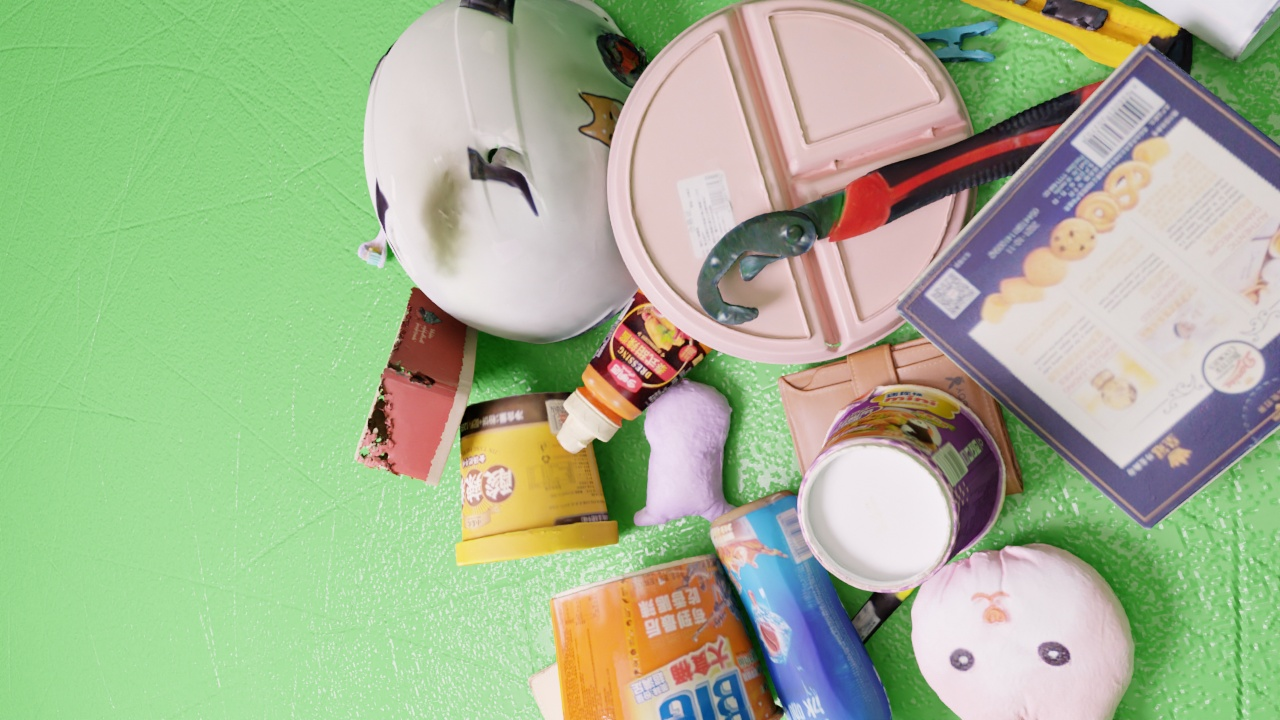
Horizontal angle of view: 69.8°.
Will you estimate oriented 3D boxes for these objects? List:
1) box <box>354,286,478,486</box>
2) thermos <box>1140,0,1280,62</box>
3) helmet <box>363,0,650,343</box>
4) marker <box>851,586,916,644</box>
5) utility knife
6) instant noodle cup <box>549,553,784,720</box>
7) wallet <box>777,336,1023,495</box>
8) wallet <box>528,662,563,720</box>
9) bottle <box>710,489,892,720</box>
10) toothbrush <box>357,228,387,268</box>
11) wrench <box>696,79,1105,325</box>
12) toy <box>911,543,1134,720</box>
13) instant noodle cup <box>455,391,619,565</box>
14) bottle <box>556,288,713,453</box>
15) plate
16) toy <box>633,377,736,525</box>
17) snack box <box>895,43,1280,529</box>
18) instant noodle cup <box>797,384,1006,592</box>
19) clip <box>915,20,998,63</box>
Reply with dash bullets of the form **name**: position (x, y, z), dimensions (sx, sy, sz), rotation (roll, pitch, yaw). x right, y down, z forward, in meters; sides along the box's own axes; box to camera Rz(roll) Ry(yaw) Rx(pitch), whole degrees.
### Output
- **box**: position (-0.170, 0.013, 0.684), dimensions (0.075, 0.168, 0.091), rotation (18, 111, -14)
- **thermos**: position (0.251, -0.248, 0.490), dimensions (0.220, 0.070, 0.070), rotation (46, 113, 20)
- **helmet**: position (-0.107, -0.146, 0.650), dimensions (0.231, 0.156, 0.274), rotation (-18, 84, 29)
- **marker**: position (0.158, 0.158, 0.598), dimensions (0.018, 0.015, 0.124), rotation (43, 115, 26)
- **utility knife**: position (0.231, -0.205, 0.532), dimensions (0.181, 0.015, 0.033), rotation (33, 105, 25)
- **instant noodle cup**: position (0.009, 0.199, 0.616), dimensions (0.152, 0.151, 0.111), rotation (-23, 73, 29)
- **wallet**: position (0.161, 0.044, 0.580), dimensions (0.132, 0.031, 0.108), rotation (-16, 86, 28)
- **wallet**: position (-0.039, 0.287, 0.714), dimensions (0.087, 0.024, 0.115), rotation (-36, 76, 28)
- **bottle**: position (0.114, 0.193, 0.584), dimensions (0.065, 0.065, 0.218), rotation (-30, 75, 28)
- **toothbrush**: position (-0.199, -0.169, 0.780), dimensions (0.029, 0.021, 0.189), rotation (27, 104, 12)
- **wrench**: position (0.156, -0.096, 0.533), dimensions (0.274, 0.016, 0.056), rotation (-25, 95, 10)
- **toy**: position (0.229, 0.186, 0.538), dimensions (0.122, 0.054, 0.159), rotation (-18, 92, 30)
- **instant noodle cup**: position (-0.081, 0.087, 0.678), dimensions (0.119, 0.118, 0.114), rotation (-14, 78, 30)
- **bottle**: position (-0.004, 0.004, 0.630), dimensions (0.067, 0.066, 0.149), rotation (41, 91, 22)
- **plate**: position (0.091, -0.110, 0.564), dimensions (0.229, 0.028, 0.229), rotation (1, 97, 8)
- **toy**: position (0.036, 0.066, 0.649), dimensions (0.084, 0.039, 0.108), rotation (1, 92, 12)
- **snack box**: position (0.265, -0.036, 0.485), dimensions (0.182, 0.045, 0.178), rotation (44, 112, 9)
- **instant noodle cup**: position (0.143, 0.076, 0.521), dimensions (0.112, 0.099, 0.111), rotation (5, 101, 28)
- **clip**: position (0.188, -0.192, 0.559), dimensions (0.057, 0.014, 0.047), rotation (3, 96, 29)
